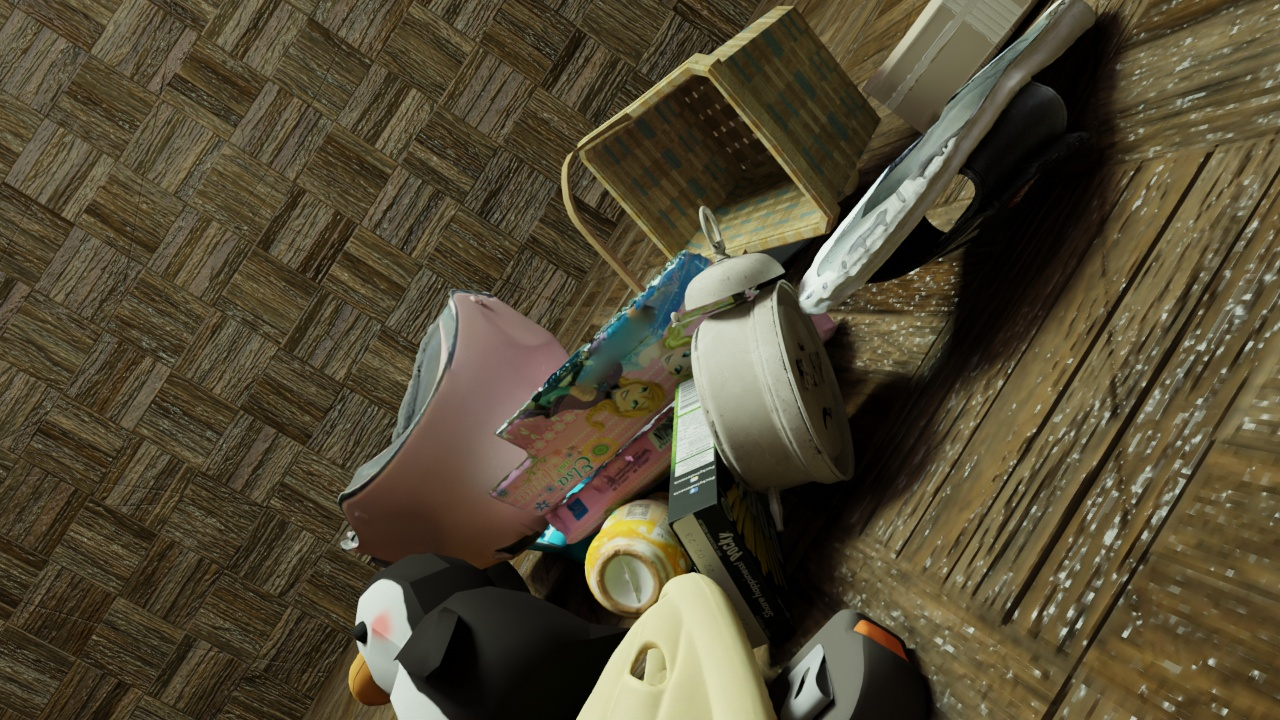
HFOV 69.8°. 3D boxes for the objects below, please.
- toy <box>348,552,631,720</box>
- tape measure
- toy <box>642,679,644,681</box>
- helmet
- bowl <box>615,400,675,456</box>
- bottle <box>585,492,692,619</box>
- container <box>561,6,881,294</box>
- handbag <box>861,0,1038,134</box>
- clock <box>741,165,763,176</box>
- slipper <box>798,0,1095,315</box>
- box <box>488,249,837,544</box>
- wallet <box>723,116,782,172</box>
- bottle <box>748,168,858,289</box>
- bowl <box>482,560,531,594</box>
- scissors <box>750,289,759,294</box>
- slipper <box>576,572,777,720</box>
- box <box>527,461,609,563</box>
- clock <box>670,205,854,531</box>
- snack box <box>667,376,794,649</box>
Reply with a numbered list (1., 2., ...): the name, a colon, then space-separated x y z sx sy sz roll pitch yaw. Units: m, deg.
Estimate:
1. toy: -0.101 0.179 0.567 0.140 0.159 0.184 -44 42 -21
2. tape measure: 0.070 0.126 0.332 0.058 0.038 0.058 -53 11 21
3. toy: -0.011 0.208 0.478 0.094 0.036 0.093 -43 11 32
4. helmet: -0.127 0.068 0.740 0.256 0.152 0.229 131 162 -65
5. bowl: -0.004 0.004 0.719 0.137 0.057 0.136 -42 27 27
6. bottle: 0.005 0.120 0.594 0.063 0.063 0.109 -54 -4 18
7. container: 0.039 -0.137 0.703 0.186 0.157 0.250 -48 16 -17
8. handbag: 0.241 -0.270 0.697 0.176 0.062 0.197 -53 6 22
9. clock: 0.113 -0.178 0.882 0.140 0.093 0.055 -52 11 -24
10. slipper: 0.175 -0.103 0.475 0.263 0.063 0.111 -49 4 -34
11. box: 0.010 0.037 0.590 0.231 0.160 0.062 -43 57 24
12. wallet: 0.139 -0.207 0.841 0.091 0.116 0.018 -60 -20 -15
13. bottle: 0.127 -0.121 0.790 0.162 0.046 0.072 -40 20 59
14. bowl: -0.139 0.250 0.827 0.145 0.067 0.145 -63 3 5
15. scissors: 0.090 -0.049 0.809 0.014 0.118 0.161 -34 42 -11
16. slipper: 0.007 0.160 0.318 0.261 0.079 0.111 -116 33 -72
17. box: -0.100 0.162 0.909 0.170 0.085 0.228 -26 1 -18
18. clock: 0.055 -0.002 0.463 0.061 0.157 0.103 -20 5 21
19. snack box: 0.046 0.070 0.484 0.025 0.080 0.147 -26 19 14
